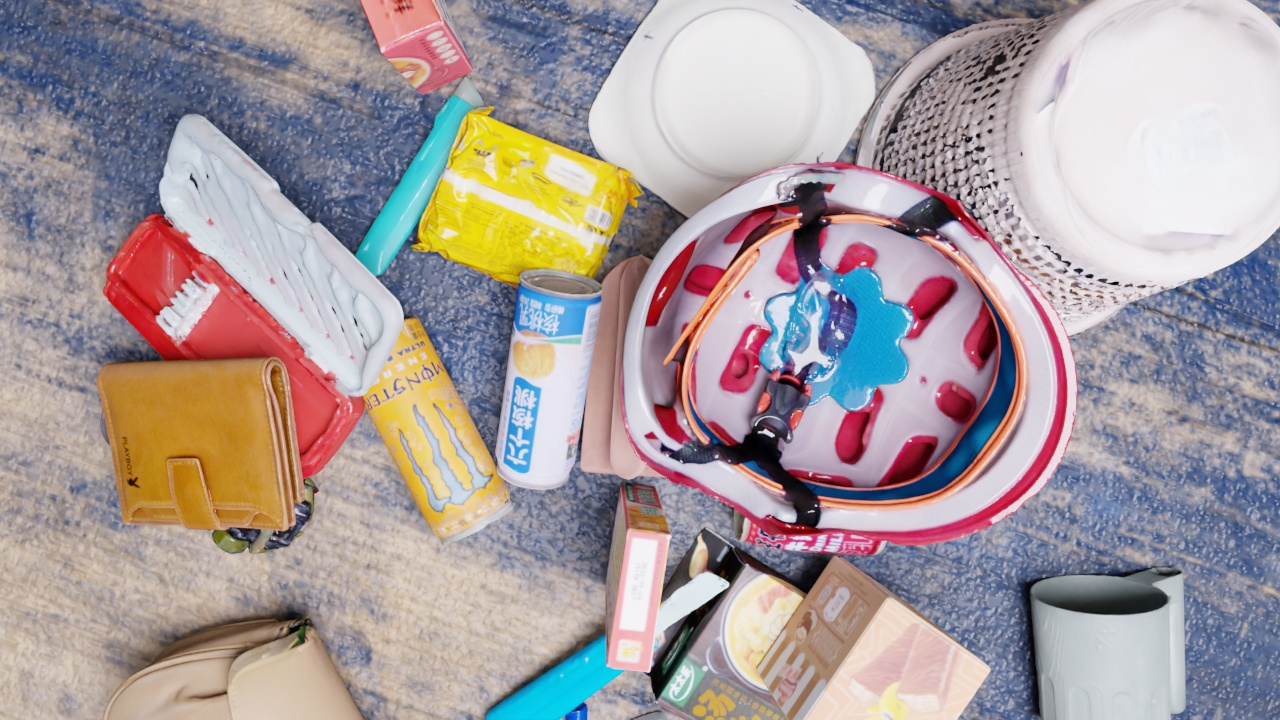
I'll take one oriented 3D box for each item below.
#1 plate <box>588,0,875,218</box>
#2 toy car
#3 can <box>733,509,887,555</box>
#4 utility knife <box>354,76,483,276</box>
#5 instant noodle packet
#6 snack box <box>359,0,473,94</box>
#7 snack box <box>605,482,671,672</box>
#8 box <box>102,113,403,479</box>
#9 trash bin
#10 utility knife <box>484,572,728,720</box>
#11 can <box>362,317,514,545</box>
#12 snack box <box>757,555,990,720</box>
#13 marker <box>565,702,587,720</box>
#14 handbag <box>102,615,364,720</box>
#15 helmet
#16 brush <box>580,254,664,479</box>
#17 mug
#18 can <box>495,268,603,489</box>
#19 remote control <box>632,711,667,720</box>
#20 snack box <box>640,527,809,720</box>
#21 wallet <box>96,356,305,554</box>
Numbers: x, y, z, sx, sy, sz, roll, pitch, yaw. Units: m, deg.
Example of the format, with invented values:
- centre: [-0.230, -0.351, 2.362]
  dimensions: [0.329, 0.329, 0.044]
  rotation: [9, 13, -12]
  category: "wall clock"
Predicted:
- centre: [0.063, -0.176, 0.618]
  dimensions: [0.163, 0.034, 0.164]
  rotation: [32, 92, -2]
  category: "plate"
- centre: [-0.290, 0.066, 0.618]
  dimensions: [0.158, 0.042, 0.070]
  rotation: [40, 95, 0]
  category: "toy car"
- centre: [0.112, 0.094, 0.613]
  dimensions: [0.094, 0.066, 0.066]
  rotation: [4, 92, -2]
  category: "can"
- centre: [-0.158, -0.112, 0.627]
  dimensions: [0.029, 0.013, 0.178]
  rotation: [33, 90, 1]
  category: "utility knife"
- centre: [-0.074, -0.097, 0.614]
  dimensions: [0.128, 0.044, 0.111]
  rotation: [25, 98, 2]
  category: "instant noodle packet"
- centre: [-0.153, -0.239, 0.565]
  dimensions: [0.044, 0.127, 0.113]
  rotation: [-22, 92, 0]
  category: "snack box"
- centre: [-0.004, 0.126, 0.568]
  dimensions: [0.027, 0.156, 0.077]
  rotation: [9, 92, -3]
  category: "snack box"
- centre: [-0.246, -0.038, 0.582]
  dimensions: [0.201, 0.049, 0.161]
  rotation: [42, 112, 10]
  category: "box"
- centre: [0.262, -0.117, 0.545]
  dimensions: [0.227, 0.192, 0.227]
  rotation: [0, 93, -1]
  category: "trash bin"
- centre: [-0.026, 0.204, 0.621]
  dimensions: [0.208, 0.018, 0.034]
  rotation: [-38, 88, 13]
  category: "utility knife"
- centre: [-0.142, 0.046, 0.612]
  dimensions: [0.058, 0.058, 0.146]
  rotation: [-27, 92, 0]
  category: "can"
- centre: [0.138, 0.189, 0.560]
  dimensions: [0.077, 0.093, 0.094]
  rotation: [35, 89, -8]
  category: "snack box"
- centre: [-0.040, 0.314, 0.646]
  dimensions: [0.017, 0.017, 0.146]
  rotation: [-4, 93, -1]
  category: "marker"
- centre: [-0.249, 0.273, 0.600]
  dimensions: [0.147, 0.100, 0.204]
  rotation: [-28, 96, -3]
  category: "handbag"
- centre: [0.116, -0.007, 0.544]
  dimensions: [0.240, 0.143, 0.207]
  rotation: [24, 105, 1]
  category: "helmet"
- centre: [-0.004, 0.004, 0.605]
  dimensions: [0.063, 0.073, 0.145]
  rotation: [4, 91, 0]
  category: "brush"
- centre: [0.326, 0.203, 0.621]
  dimensions: [0.123, 0.084, 0.103]
  rotation: [-6, 94, -25]
  category: "mug"
- centre: [-0.060, 0.013, 0.589]
  dimensions: [0.053, 0.053, 0.135]
  rotation: [10, 109, -1]
  category: "can"
- centre: [0.026, 0.322, 0.645]
  dimensions: [0.058, 0.021, 0.150]
  rotation: [-30, 93, 0]
  category: "remote control"
- centre: [0.070, 0.198, 0.629]
  dimensions: [0.125, 0.053, 0.113]
  rotation: [32, 92, -7]
  category: "snack box"
- centre: [-0.272, 0.058, 0.572]
  dimensions: [0.131, 0.035, 0.119]
  rotation: [-2, 95, 18]
  category: "wallet"
